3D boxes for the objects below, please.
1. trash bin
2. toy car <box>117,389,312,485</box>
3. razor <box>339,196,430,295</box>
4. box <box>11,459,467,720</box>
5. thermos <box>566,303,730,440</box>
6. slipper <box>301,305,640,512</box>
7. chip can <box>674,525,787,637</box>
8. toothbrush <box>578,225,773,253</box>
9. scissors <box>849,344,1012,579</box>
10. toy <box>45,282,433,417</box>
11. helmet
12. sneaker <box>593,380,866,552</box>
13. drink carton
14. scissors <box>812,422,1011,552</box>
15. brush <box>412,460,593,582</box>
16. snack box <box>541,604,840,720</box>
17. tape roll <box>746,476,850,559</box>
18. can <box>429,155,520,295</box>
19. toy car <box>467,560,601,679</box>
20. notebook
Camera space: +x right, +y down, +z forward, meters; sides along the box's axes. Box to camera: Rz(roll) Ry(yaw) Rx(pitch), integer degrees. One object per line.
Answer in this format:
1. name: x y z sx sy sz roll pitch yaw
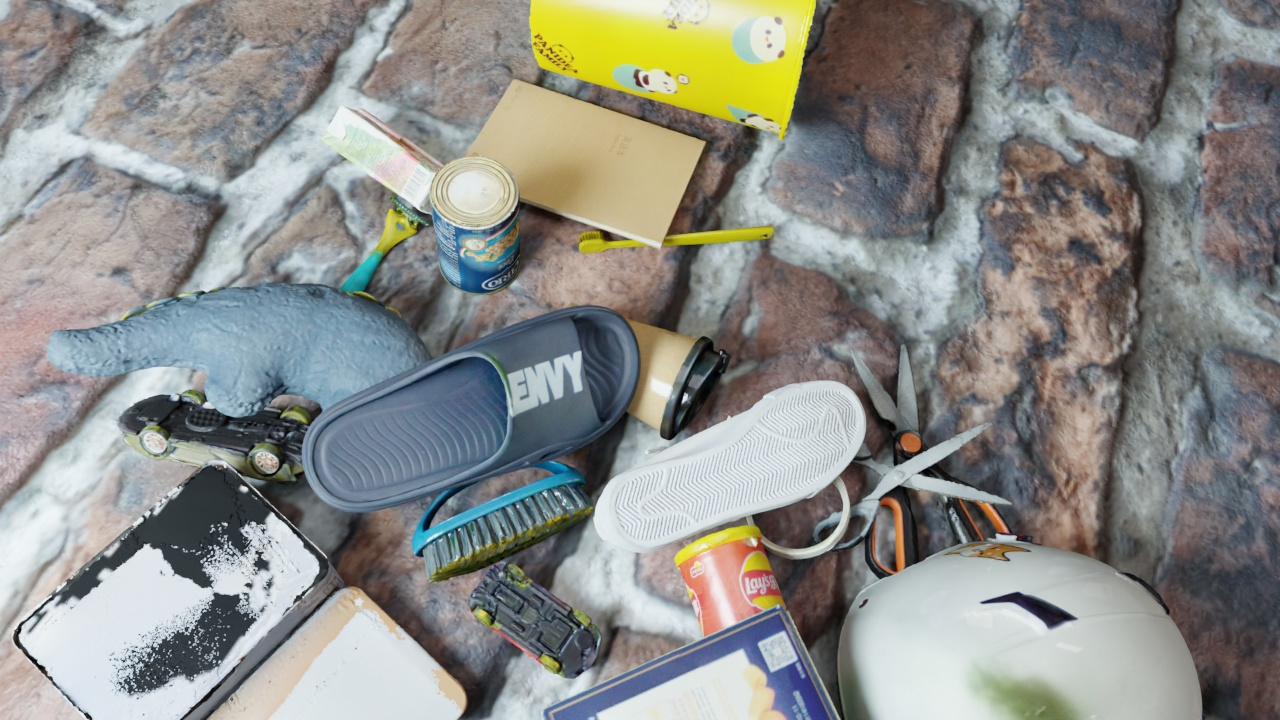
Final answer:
1. trash bin: 0.041 -0.353 0.888 0.255 0.230 0.229 13 63 6
2. toy car: -0.329 0.060 0.727 0.158 0.042 0.070 12 27 0
3. razor: -0.240 -0.088 0.824 0.043 0.028 0.132 39 59 -22
4. box: -0.271 0.220 0.648 0.260 0.082 0.176 40 66 9
5. thermos: -0.005 0.005 0.778 0.143 0.093 0.092 24 63 13
6. slipper: -0.116 0.041 0.678 0.268 0.083 0.110 -21 96 -12
7. chip can: 0.092 0.236 0.682 0.073 0.073 0.216 -14 68 -13
8. toothbrush: 0.035 -0.119 0.879 0.190 0.016 0.016 -5 58 -9
9. scissors: 0.246 0.094 0.797 0.204 0.022 0.224 24 63 5
10. toy: -0.254 0.001 0.730 0.356 0.092 0.137 15 40 -14
11. helmet: 0.287 0.232 0.651 0.274 0.157 0.229 -4 72 -12
12. sneaker: 0.072 0.091 0.745 0.241 0.091 0.089 -22 81 -20
13. drink carton: -0.230 -0.187 0.854 0.122 0.053 0.045 37 102 11
14. scissors: 0.210 0.099 0.760 0.181 0.014 0.159 24 74 31
15. brush: -0.112 0.117 0.724 0.143 0.055 0.073 -21 70 -16
16. snack box: 0.050 0.279 0.595 0.182 0.046 0.177 -20 69 -12
17. tape roll: 0.130 0.121 0.758 0.086 0.014 0.085 -7 59 12
18. can: -0.143 -0.117 0.803 0.075 0.111 0.075 3 64 -6
19. toy car: -0.080 0.200 0.700 0.106 0.031 0.049 32 65 7
20. notebook: -0.056 -0.197 0.901 0.211 0.012 0.149 19 58 5
